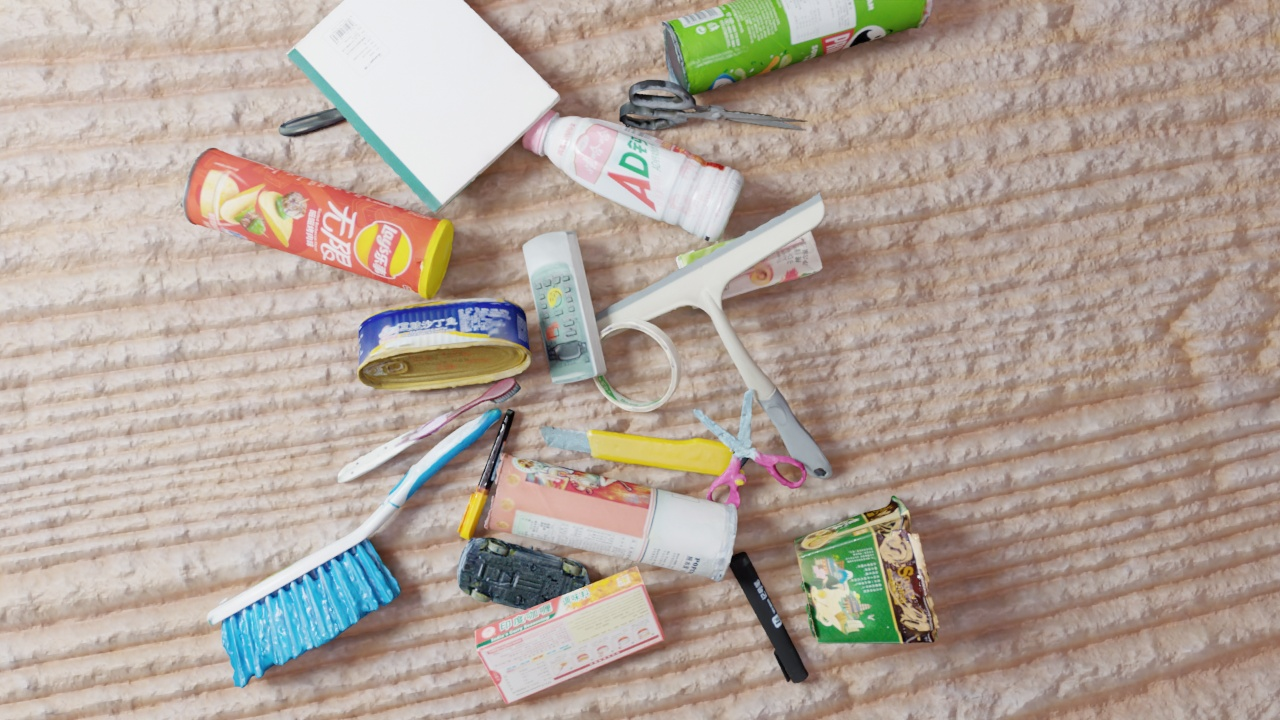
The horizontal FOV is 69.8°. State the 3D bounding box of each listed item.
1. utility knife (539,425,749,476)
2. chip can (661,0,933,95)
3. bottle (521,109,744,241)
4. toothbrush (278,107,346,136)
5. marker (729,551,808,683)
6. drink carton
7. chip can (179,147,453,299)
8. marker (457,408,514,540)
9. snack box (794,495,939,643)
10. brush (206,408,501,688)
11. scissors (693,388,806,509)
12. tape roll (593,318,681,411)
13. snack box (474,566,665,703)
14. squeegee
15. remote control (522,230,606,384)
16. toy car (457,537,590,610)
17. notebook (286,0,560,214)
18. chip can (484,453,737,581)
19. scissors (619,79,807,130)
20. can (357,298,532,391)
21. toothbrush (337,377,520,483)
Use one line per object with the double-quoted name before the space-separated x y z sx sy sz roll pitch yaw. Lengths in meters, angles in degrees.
"utility knife" 0.004 0.080 0.844 0.197 0.015 0.033 9 90 -7
"chip can" 0.138 -0.303 0.826 0.236 0.072 0.072 -18 92 -4
"bottle" -0.009 -0.171 0.819 0.197 0.068 0.068 22 88 1
"toothbrush" -0.238 -0.232 0.826 0.181 0.018 0.015 -17 95 -3
"marker" 0.118 0.240 0.855 0.022 0.020 0.132 -26 94 25
"drink carton" 0.099 -0.089 0.837 0.122 0.045 0.053 -17 93 -4
"chip can" -0.275 -0.119 0.795 0.216 0.073 0.073 18 89 -4
"marker" -0.139 0.103 0.834 0.015 0.018 0.124 20 88 4
"snack box" 0.197 0.194 0.823 0.106 0.117 0.118 -12 89 8
"brush" -0.239 0.164 0.812 0.314 0.060 0.109 -29 89 -6
"scissors" 0.100 0.084 0.828 0.124 0.017 0.133 3 117 -2
"tape roll" -0.005 0.005 0.823 0.086 0.013 0.086 9 114 21
"snack box" -0.062 0.246 0.820 0.155 0.027 0.077 -21 122 -4
"squeegee" 0.107 0.019 0.816 0.247 0.039 0.246 -26 108 24
"remote control" -0.069 -0.047 0.823 0.056 0.019 0.135 -11 92 37
"toy car" -0.105 0.196 0.829 0.120 0.037 0.054 19 91 -14
"notebook" -0.194 -0.251 0.809 0.150 0.012 0.209 -43 81 -2
"chip can" -0.027 0.140 0.817 0.214 0.071 0.071 13 89 -4
"scissors" 0.069 -0.225 0.824 0.174 0.140 0.014 -6 73 19
"can" -0.170 -0.014 0.797 0.148 0.075 0.049 -7 62 -5
"toothbrush" -0.190 0.064 0.823 0.187 0.017 0.016 -29 58 5
